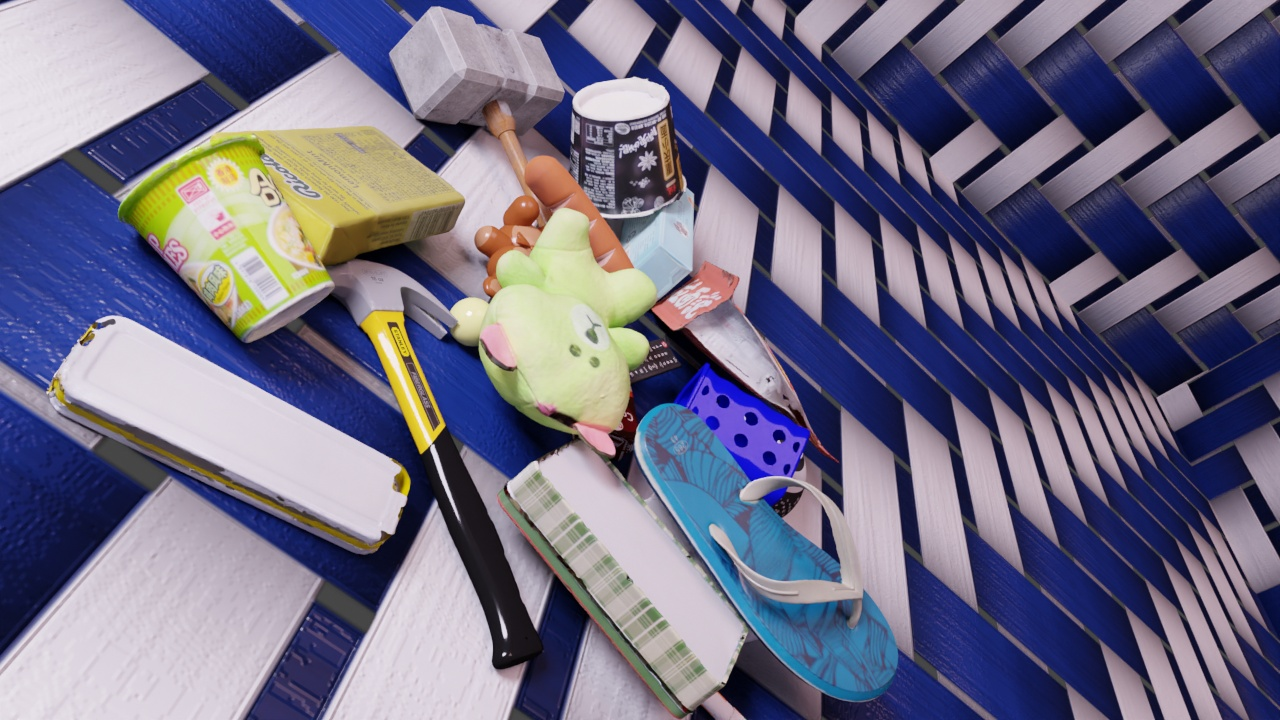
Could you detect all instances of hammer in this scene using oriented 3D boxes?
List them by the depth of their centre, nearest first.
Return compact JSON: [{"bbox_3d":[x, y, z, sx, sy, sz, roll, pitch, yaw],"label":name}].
[{"bbox_3d":[-0.146,0.062,0.656,0.126,0.029,0.323,-1,58,-53],"label":"hammer"},{"bbox_3d":[-0.119,-0.191,0.933,0.162,0.083,0.317,-9,71,-55],"label":"hammer"}]

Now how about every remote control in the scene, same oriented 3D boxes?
[{"bbox_3d":[-0.005,0.005,0.844,0.033,0.015,0.146,56,31,10],"label":"remote control"}]

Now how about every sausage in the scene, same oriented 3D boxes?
[{"bbox_3d":[-0.055,-0.128,0.892,0.164,0.039,0.044,54,36,-19],"label":"sausage"}]

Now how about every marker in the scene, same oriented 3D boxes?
[{"bbox_3d":[0.047,0.254,0.705,0.145,0.017,0.017,47,31,-5],"label":"marker"}]

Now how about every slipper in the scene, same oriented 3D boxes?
[{"bbox_3d":[0.108,0.148,0.717,0.295,0.060,0.118,49,48,-2],"label":"slipper"}]

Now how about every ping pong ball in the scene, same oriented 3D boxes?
[{"bbox_3d":[-0.138,-0.032,0.754,0.040,0.040,0.040,33,35,-27],"label":"ping pong ball"}]

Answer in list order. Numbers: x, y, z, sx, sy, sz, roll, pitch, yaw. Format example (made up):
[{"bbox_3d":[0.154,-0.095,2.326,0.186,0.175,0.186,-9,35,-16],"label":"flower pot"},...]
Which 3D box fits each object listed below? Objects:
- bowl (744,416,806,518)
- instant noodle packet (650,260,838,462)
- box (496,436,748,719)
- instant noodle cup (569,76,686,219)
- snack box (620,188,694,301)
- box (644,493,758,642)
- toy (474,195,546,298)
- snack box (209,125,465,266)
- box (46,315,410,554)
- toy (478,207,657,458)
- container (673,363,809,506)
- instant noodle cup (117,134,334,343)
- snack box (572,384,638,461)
[{"bbox_3d":[0.125,0.098,0.928,0.120,0.067,0.120,33,35,-27],"label":"bowl"},{"bbox_3d":[0.117,0.012,0.969,0.221,0.084,0.164,51,1,-14],"label":"instant noodle packet"},{"bbox_3d":[-0.011,0.152,0.674,0.205,0.051,0.117,48,18,5],"label":"box"},{"bbox_3d":[-0.018,-0.236,1.002,0.137,0.112,0.137,-2,40,2],"label":"instant noodle cup"},{"bbox_3d":[0.018,-0.140,1.041,0.053,0.075,0.174,34,34,-23],"label":"snack box"},{"bbox_3d":[0.068,0.165,0.771,0.125,0.085,0.155,-11,64,-49],"label":"box"},{"bbox_3d":[-0.107,-0.083,0.830,0.095,0.065,0.127,35,38,-33],"label":"toy"},{"bbox_3d":[-0.232,-0.134,0.722,0.121,0.045,0.180,37,26,9],"label":"snack box"},{"bbox_3d":[-0.238,0.049,0.550,0.209,0.037,0.064,34,39,-25],"label":"box"},{"bbox_3d":[-0.064,-0.020,0.739,0.150,0.107,0.196,41,46,-16],"label":"toy"},{"bbox_3d":[0.079,0.076,0.831,0.113,0.085,0.084,32,59,-3],"label":"container"},{"bbox_3d":[-0.261,-0.074,0.597,0.108,0.099,0.098,56,30,-6],"label":"instant noodle cup"},{"bbox_3d":[-0.038,0.019,0.836,0.051,0.032,0.140,25,38,-35],"label":"snack box"}]
